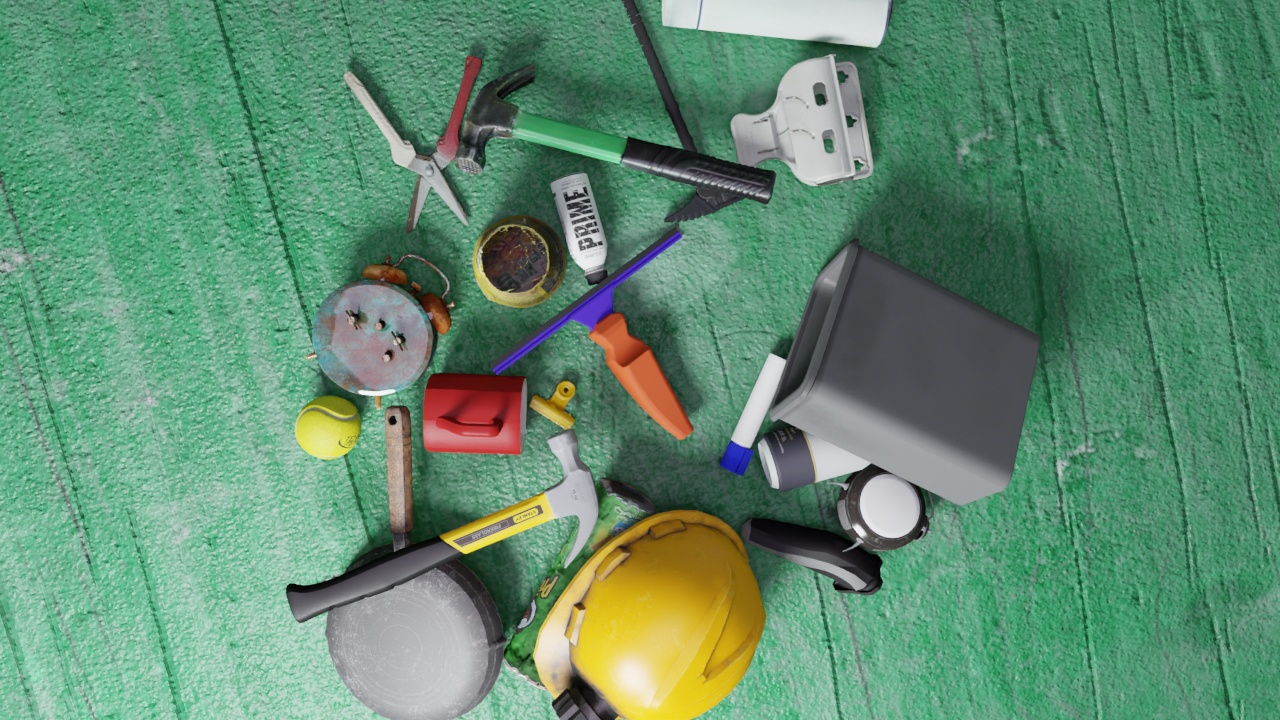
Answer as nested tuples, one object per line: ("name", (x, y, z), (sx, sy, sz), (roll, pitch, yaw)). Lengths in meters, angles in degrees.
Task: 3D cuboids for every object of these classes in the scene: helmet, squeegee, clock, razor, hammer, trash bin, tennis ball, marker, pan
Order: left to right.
("tennis ball", (-0.325, 0.069, 0.957), (0.065, 0.065, 0.065), (0, 94, -2))
("clock", (-0.262, -0.037, 0.949), (0.121, 0.073, 0.157), (36, 91, -4))
("pan", (-0.247, 0.218, 0.955), (0.208, 0.040, 0.357), (-1, 99, 14))
("hammer", (-0.194, 0.186, 0.917), (0.323, 0.029, 0.127), (-22, 90, -4))
("hammer", (-0.018, -0.216, 0.939), (0.319, 0.032, 0.130), (14, 69, -2))
("squeegee", (-0.006, 0.006, 0.970), (0.249, 0.055, 0.185), (-38, 95, -17))
("hammer", (0.010, -0.305, 0.970), (0.095, 0.015, 0.325), (-23, 94, 1))
("helmet", (0.031, 0.282, 0.915), (0.255, 0.131, 0.205), (-41, 116, -9))
("marker", (0.124, 0.058, 0.992), (0.027, 0.023, 0.133), (26, 94, 38))
("razor", (0.185, 0.206, 0.994), (0.156, 0.057, 0.060), (27, 124, -4))
("clock", (0.265, 0.157, 0.984), (0.122, 0.044, 0.091), (-9, 78, -12))
("trash bin", (0.269, 0.014, 0.928), (0.220, 0.098, 0.191), (26, 65, -5))

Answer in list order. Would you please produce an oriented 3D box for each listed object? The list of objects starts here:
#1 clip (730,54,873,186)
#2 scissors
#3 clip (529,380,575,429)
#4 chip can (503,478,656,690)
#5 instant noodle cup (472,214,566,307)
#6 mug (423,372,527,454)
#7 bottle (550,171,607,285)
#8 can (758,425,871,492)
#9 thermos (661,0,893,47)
("clip", (0.170, -0.243, 0.949), (0.150, 0.110, 0.126), (-11, 92, -12))
("scissors", (-0.237, -0.239, 0.964), (0.179, 0.015, 0.199), (24, 94, -5))
("clip", (-0.089, 0.046, 0.989), (0.054, 0.048, 0.046), (32, 134, -3))
("chip can", (-0.063, 0.234, 0.974), (0.075, 0.075, 0.223), (28, 93, -4))
("instant noodle cup", (-0.126, -0.101, 0.931), (0.102, 0.108, 0.102), (0, 94, -4))
("mug", (-0.169, 0.057, 0.936), (0.096, 0.116, 0.080), (2, 99, -3))
("bottle", (-0.060, -0.136, 0.965), (0.041, 0.041, 0.116), (-16, 94, -1))
("can", (0.194, 0.094, 0.978), (0.127, 0.064, 0.064), (-16, 94, -1))
("thermos", (0.138, -0.367, 0.943), (0.230, 0.068, 0.068), (5, 94, -3))
